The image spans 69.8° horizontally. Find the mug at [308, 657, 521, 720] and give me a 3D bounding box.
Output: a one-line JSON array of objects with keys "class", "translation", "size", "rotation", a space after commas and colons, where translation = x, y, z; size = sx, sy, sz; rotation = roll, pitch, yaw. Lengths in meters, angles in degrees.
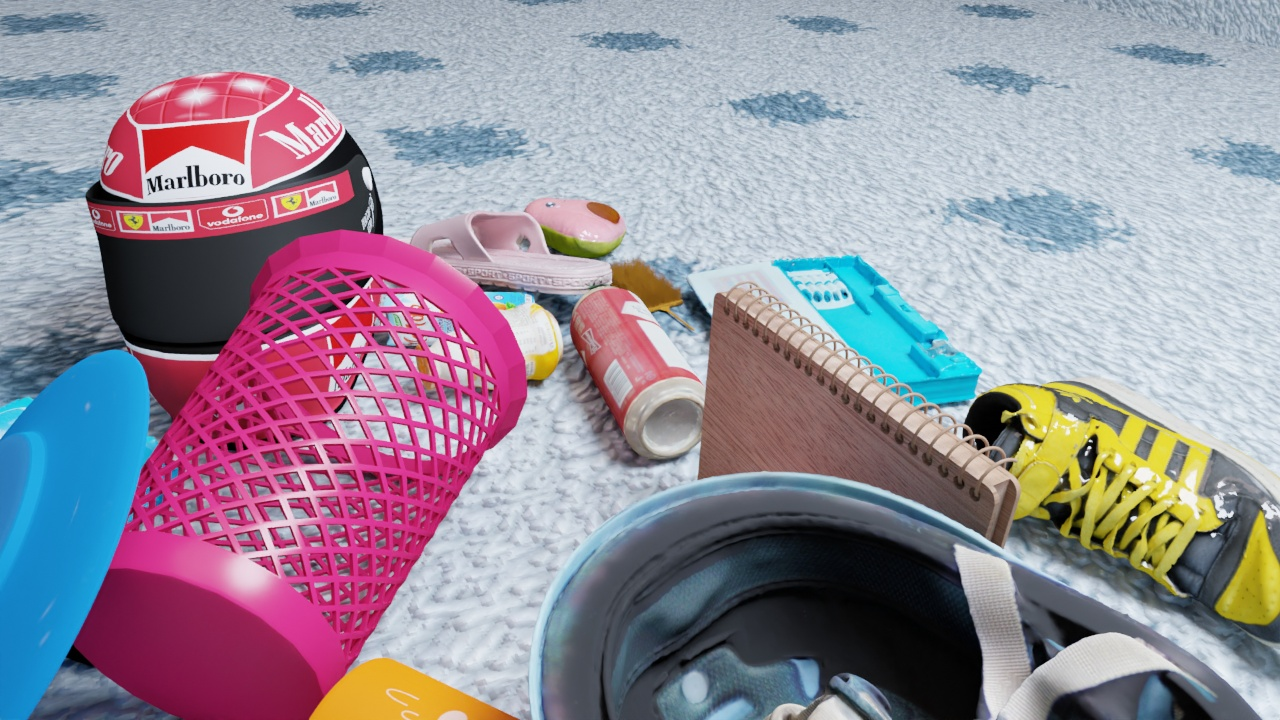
[{"class": "mug", "translation": [-0.094, 0.195, 0.381], "size": [0.096, 0.078, 0.112], "rotation": [16, 65, 22]}]

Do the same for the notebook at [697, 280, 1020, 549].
[{"class": "notebook", "translation": [0.100, 0.068, 0.498], "size": [0.022, 0.169, 0.210], "rotation": [-15, 35, -26]}]

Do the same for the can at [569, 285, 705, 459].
[{"class": "can", "translation": [-0.004, 0.004, 0.697], "size": [0.067, 0.067, 0.170], "rotation": [-9, 32, -17]}]

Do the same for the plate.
[{"class": "plate", "translation": [-0.305, 0.092, 0.425], "size": [0.024, 0.224, 0.224], "rotation": [35, 6, -42]}]

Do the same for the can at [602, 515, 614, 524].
[{"class": "can", "translation": [0.018, 0.130, 0.491], "size": [0.064, 0.064, 0.105], "rotation": [-20, 37, -32]}]

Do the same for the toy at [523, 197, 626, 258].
[{"class": "toy", "translation": [-0.071, -0.138, 0.943], "size": [0.110, 0.051, 0.089], "rotation": [13, 31, 19]}]

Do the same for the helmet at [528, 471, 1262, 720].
[{"class": "helmet", "translation": [0.074, 0.163, 0.338], "size": [0.224, 0.167, 0.265], "rotation": [-20, 43, -32]}]

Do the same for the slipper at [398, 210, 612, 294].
[{"class": "slipper", "translation": [-0.129, -0.106, 0.839], "size": [0.240, 0.064, 0.094], "rotation": [12, 17, 32]}]

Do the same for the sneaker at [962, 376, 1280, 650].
[{"class": "sneaker", "translation": [0.290, 0.084, 0.560], "size": [0.122, 0.086, 0.238], "rotation": [-1, 27, -16]}]

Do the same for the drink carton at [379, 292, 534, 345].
[{"class": "drink carton", "translation": [-0.154, -0.035, 0.776], "size": [0.129, 0.044, 0.038], "rotation": [0, 31, -7]}]

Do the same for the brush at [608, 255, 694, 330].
[{"class": "brush", "translation": [0.012, -0.063, 0.857], "size": [0.048, 0.017, 0.126], "rotation": [-16, 36, -27]}]

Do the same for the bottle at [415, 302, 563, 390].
[{"class": "bottle", "translation": [-0.117, -0.007, 0.712], "size": [0.108, 0.063, 0.063], "rotation": [-15, 35, -25]}]

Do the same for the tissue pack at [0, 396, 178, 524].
[{"class": "tissue pack", "translation": [-0.372, 0.074, 0.563], "size": [0.144, 0.062, 0.092], "rotation": [12, 33, 15]}]

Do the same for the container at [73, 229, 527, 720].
[{"class": "container", "translation": [-0.182, 0.066, 0.498], "size": [0.183, 0.183, 0.225], "rotation": [7, 39, 8]}]

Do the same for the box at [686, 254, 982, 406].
[{"class": "box", "translation": [0.153, -0.029, 0.789], "size": [0.181, 0.039, 0.226], "rotation": [-7, 32, -12]}]

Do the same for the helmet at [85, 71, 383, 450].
[{"class": "helmet", "translation": [-0.299, -0.099, 0.695], "size": [0.197, 0.225, 0.270], "rotation": [-7, 31, -7]}]

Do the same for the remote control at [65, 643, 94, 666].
[{"class": "remote control", "translation": [-0.344, 0.129, 0.506], "size": [0.152, 0.020, 0.041], "rotation": [12, 74, 16]}]
